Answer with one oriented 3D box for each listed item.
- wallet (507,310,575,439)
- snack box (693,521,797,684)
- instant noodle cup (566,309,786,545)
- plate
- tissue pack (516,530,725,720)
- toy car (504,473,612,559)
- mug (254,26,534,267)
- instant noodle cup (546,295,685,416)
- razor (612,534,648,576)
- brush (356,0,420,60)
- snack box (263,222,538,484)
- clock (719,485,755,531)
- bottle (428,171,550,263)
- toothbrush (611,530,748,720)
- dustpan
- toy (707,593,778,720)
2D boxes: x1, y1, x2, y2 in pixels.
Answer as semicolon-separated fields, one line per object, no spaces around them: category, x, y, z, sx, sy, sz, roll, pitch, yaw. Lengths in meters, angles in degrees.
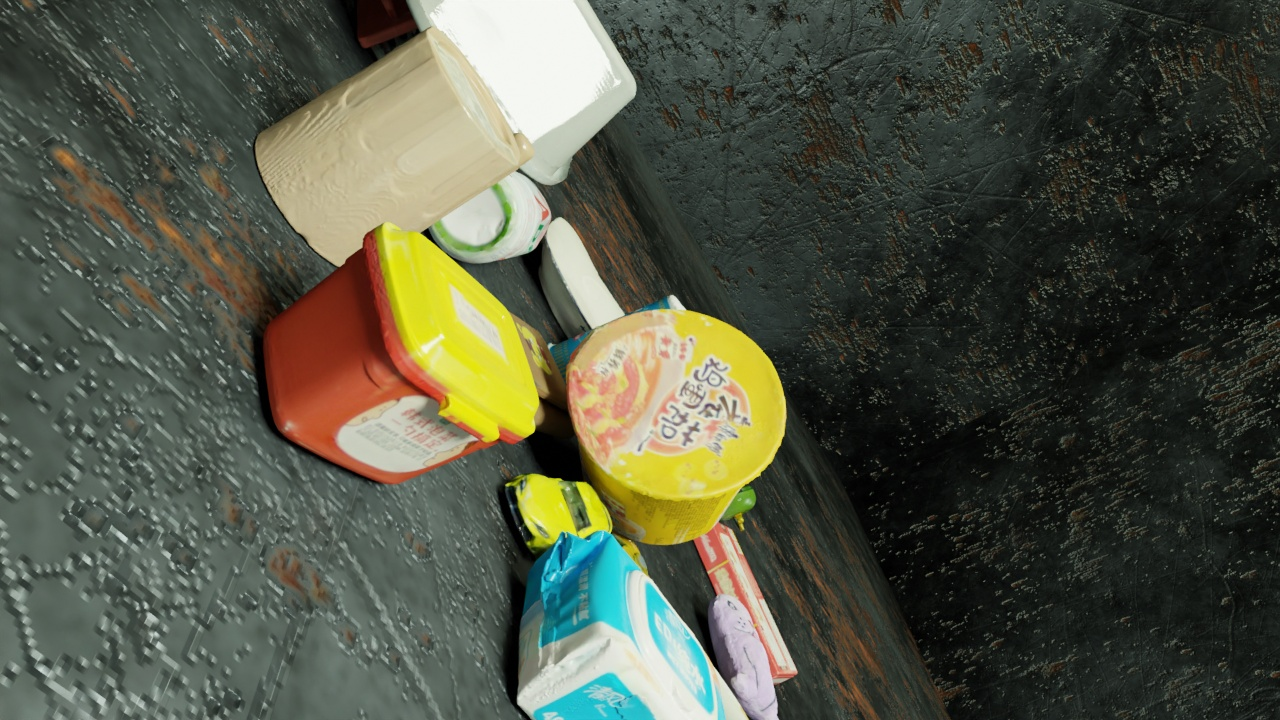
wallet;-0.080;0.005;0.594;0.090;0.033;0.115;63;7;18
snack box;0.095;0.224;0.854;0.075;0.025;0.152;39;24;-62
instant noodle cup;0.018;0.052;0.610;0.110;0.138;0.138;100;-29;-56
plate;-0.051;-0.050;0.855;0.163;0.034;0.164;58;11;-14
tissue pack;-0.005;0.157;0.454;0.140;0.063;0.090;56;12;-24
toy car;-0.043;0.090;0.536;0.048;0.032;0.105;65;13;20
mug;-0.120;-0.105;0.486;0.084;0.104;0.124;63;11;13
instant noodle cup;-0.004;0.004;0.730;0.099;0.110;0.099;58;11;-19
razor;0.003;0.171;0.569;0.043;0.028;0.132;55;13;-45
brush;-0.198;-0.296;0.730;0.145;0.063;0.069;-110;179;-45
snack box;-0.097;0.005;0.372;0.091;0.080;0.082;46;18;-55
clock;0.068;0.099;0.916;0.116;0.056;0.161;-116;-177;-76
bottle;-0.103;-0.110;0.692;0.068;0.068;0.196;60;8;-5
toothbrush;0.030;0.196;0.654;0.191;0.016;0.018;58;2;-11
dustpan;-0.119;-0.250;0.746;0.223;0.142;0.258;55;-12;-27
toy;0.077;0.229;0.716;0.084;0.039;0.107;58;11;-37
